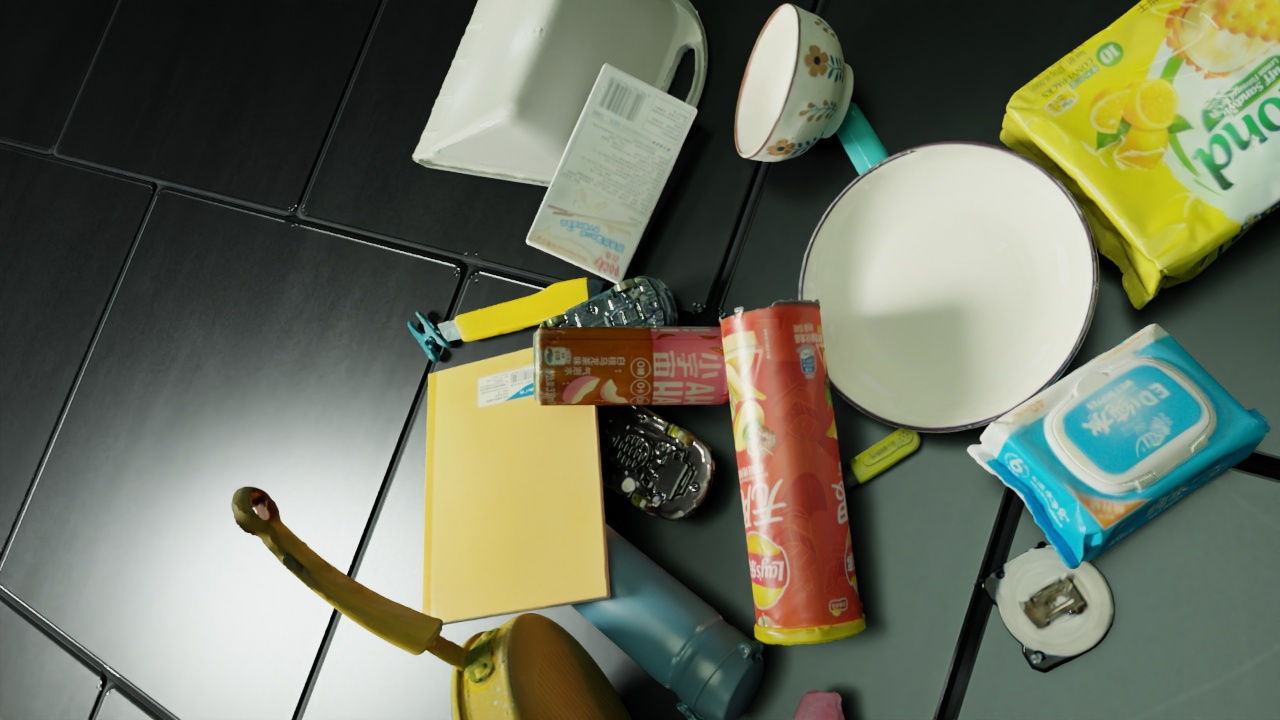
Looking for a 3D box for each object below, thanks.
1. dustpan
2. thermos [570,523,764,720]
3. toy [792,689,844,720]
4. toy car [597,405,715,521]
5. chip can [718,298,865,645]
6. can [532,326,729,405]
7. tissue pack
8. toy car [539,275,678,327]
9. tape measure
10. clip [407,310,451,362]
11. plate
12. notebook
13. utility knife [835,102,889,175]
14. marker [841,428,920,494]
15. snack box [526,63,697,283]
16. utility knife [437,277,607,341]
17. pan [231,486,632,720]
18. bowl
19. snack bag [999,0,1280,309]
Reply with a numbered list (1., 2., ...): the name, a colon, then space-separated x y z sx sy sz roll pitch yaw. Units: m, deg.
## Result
1. dustpan: -0.069 -0.258 0.842 0.258 0.142 0.222 13 81 59
2. thermos: -0.010 0.170 0.656 0.220 0.070 0.070 34 92 30
3. toy: 0.091 0.300 0.564 0.179 0.074 0.194 16 80 40
4. toy car: -0.010 0.067 0.698 0.158 0.042 0.070 29 90 34
5. chip can: 0.099 0.071 0.607 0.073 0.073 0.216 -10 80 24
6. can: -0.004 0.004 0.668 0.147 0.058 0.057 0 73 -5
7. tissue pack: 0.274 0.048 0.530 0.140 0.063 0.090 -32 59 -3
8. toy car: -0.027 -0.026 0.735 0.121 0.036 0.054 -23 85 26
9. tape measure: 0.247 0.144 0.549 0.066 0.033 0.065 -37 64 14
10. clip: -0.194 -0.022 0.836 0.046 0.014 0.057 -47 60 10
11. plate: 0.201 -0.047 0.611 0.193 0.039 0.192 -4 82 34
12. notebook: -0.097 0.086 0.686 0.146 0.010 0.206 -14 61 14
13. utility knife: 0.178 -0.139 0.678 0.029 0.013 0.160 -29 63 14
14. marker: 0.138 0.084 0.634 0.124 0.015 0.018 -36 59 15
15. snack box: -0.024 -0.150 0.744 0.084 0.027 0.157 24 92 -10
16. utility knife: -0.104 -0.042 0.793 0.174 0.015 0.033 -12 71 24
17. pan: -0.103 0.199 0.558 0.078 0.197 0.357 -33 105 6
18. bowl: 0.119 -0.202 0.687 0.062 0.114 0.113 9 76 -14
19. snack bag: 0.362 -0.162 0.558 0.247 0.068 0.158 -36 62 14
